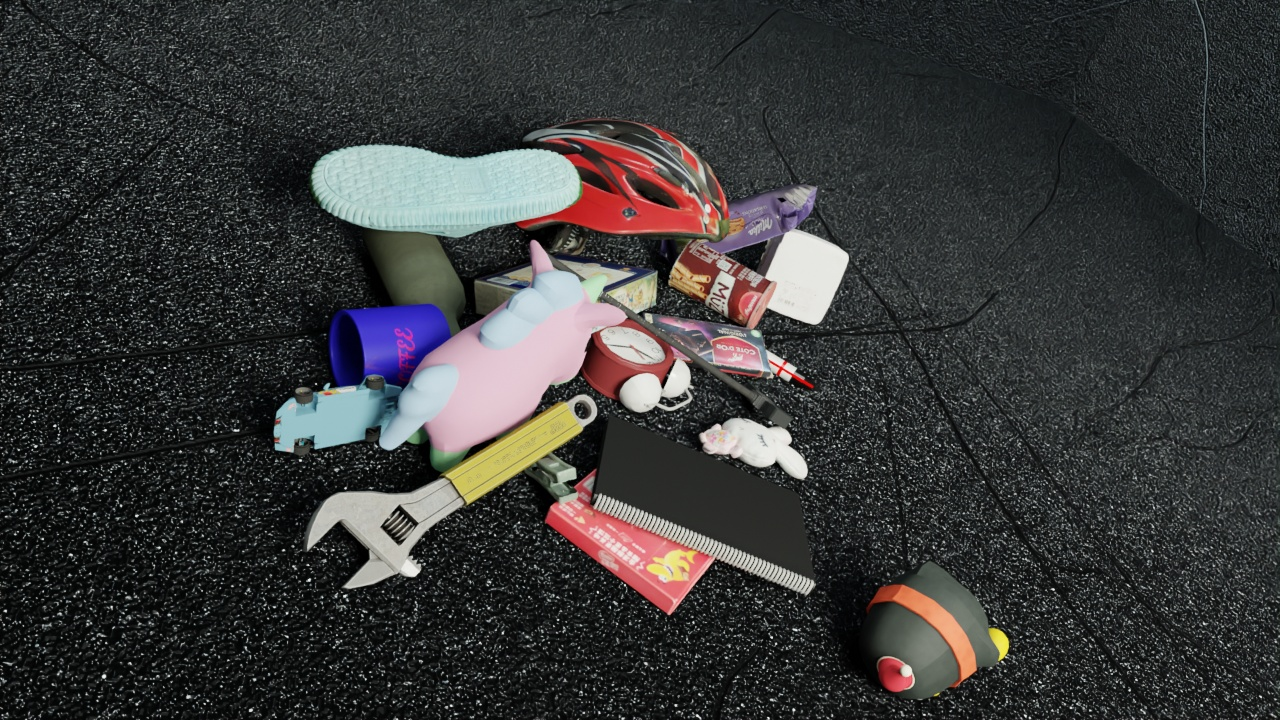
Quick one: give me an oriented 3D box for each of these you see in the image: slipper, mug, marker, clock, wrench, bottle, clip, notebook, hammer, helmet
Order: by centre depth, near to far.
[{"bbox_3d":[-0.137,0.092,0.735,0.272,0.018,0.083,-33,94,-37],"label":"wrench"},{"bbox_3d":[-0.080,0.095,0.798,0.023,0.047,0.076,-13,23,-29],"label":"clip"},{"bbox_3d":[-0.236,-0.012,0.839,0.083,0.079,0.111,-8,17,-39],"label":"mug"},{"bbox_3d":[0.058,0.128,0.840,0.206,0.016,0.148,23,23,-7],"label":"notebook"},{"bbox_3d":[-0.223,-0.078,0.934,0.071,0.072,0.206,-2,41,-34],"label":"bottle"},{"bbox_3d":[0.020,-0.028,0.939,0.324,0.015,0.095,33,7,-25],"label":"hammer"},{"bbox_3d":[-0.196,-0.170,0.951,0.275,0.070,0.115,-6,52,-19],"label":"slipper"},{"bbox_3d":[-0.005,0.005,0.972,0.137,0.048,0.096,39,36,24],"label":"clock"},{"bbox_3d":[-0.025,-0.198,1.091,0.272,0.167,0.217,10,8,10],"label":"helmet"},{"bbox_3d":[0.153,-0.001,1.106,0.145,0.019,0.019,32,34,12],"label":"marker"}]

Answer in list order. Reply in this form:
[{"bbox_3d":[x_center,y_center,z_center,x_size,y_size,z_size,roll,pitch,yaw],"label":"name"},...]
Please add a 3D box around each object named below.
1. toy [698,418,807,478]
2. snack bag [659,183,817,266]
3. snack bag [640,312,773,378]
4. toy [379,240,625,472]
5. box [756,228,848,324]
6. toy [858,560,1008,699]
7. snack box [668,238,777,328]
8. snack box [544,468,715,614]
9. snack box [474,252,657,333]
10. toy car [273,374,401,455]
[{"bbox_3d":[0.115,0.085,0.944,0.125,0.037,0.076,13,26,-29],"label":"toy"},{"bbox_3d":[0.128,-0.183,1.208,0.096,0.206,0.058,-41,112,-56],"label":"snack bag"},{"bbox_3d":[0.075,-0.017,1.067,0.155,0.018,0.074,8,42,-14],"label":"snack bag"},{"bbox_3d":[-0.122,0.001,0.793,0.120,0.171,0.221,40,36,23],"label":"toy"},{"bbox_3d":[0.208,-0.125,1.248,0.103,0.110,0.130,20,14,-5],"label":"box"},{"bbox_3d":[0.230,0.233,0.763,0.119,0.100,0.098,-36,18,-28],"label":"toy"},{"bbox_3d":[0.103,-0.096,1.162,0.121,0.072,0.072,30,34,11],"label":"snack box"},{"bbox_3d":[-0.005,0.150,0.794,0.133,0.021,0.089,34,35,15],"label":"snack box"},{"bbox_3d":[-0.079,-0.074,0.996,0.144,0.043,0.144,14,25,33],"label":"snack box"},{"bbox_3d":[-0.254,0.042,0.760,0.107,0.060,0.027,-10,35,-40],"label":"toy car"}]
